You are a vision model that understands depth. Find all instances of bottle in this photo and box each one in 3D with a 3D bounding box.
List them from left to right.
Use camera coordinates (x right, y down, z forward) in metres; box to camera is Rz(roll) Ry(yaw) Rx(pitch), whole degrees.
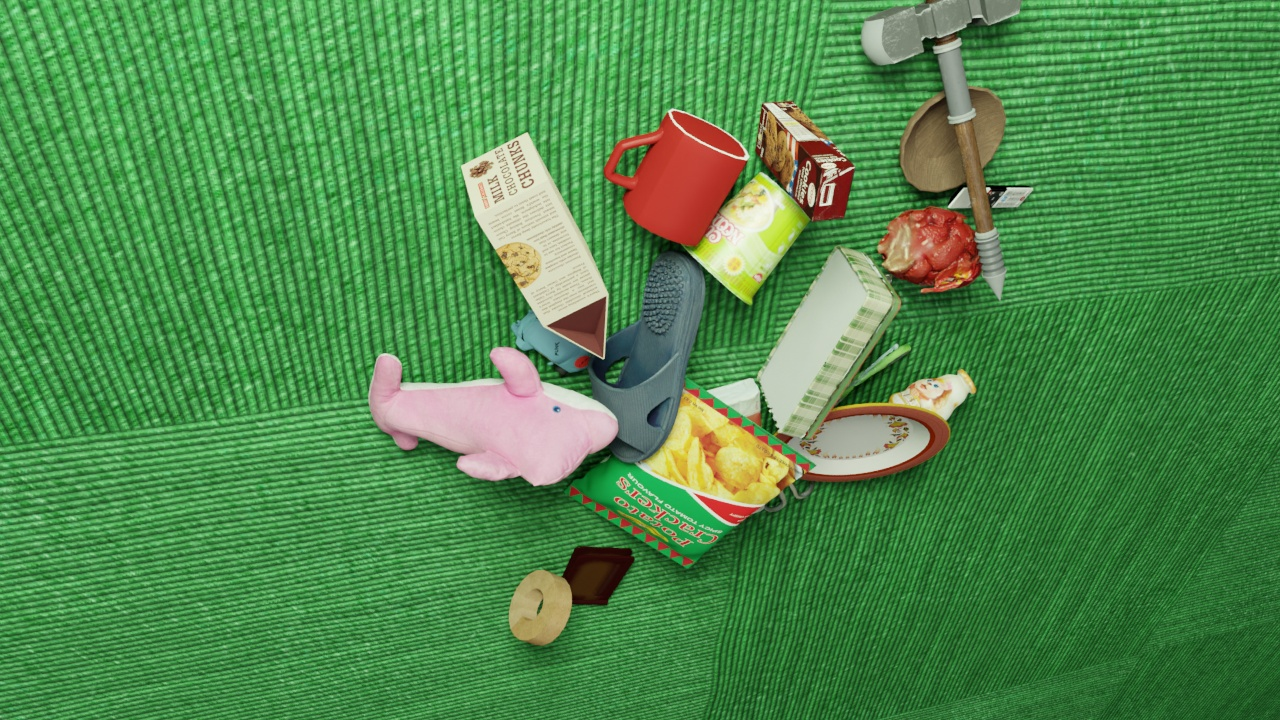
[{"bbox_3d":[0.377,0.052,1.188,0.108,0.063,0.063,-31,132,6],"label":"bottle"},{"bbox_3d":[0.322,-0.118,1.001,0.111,0.099,0.099,11,124,-37],"label":"bottle"}]

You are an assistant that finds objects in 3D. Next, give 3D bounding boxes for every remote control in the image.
[{"bbox_3d":[0.384,-0.181,1.010,0.124,0.011,0.028,-7,145,-34],"label":"remote control"}]

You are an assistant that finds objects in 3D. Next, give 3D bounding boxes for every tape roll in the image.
[{"bbox_3d":[-0.133,0.327,1.216,0.094,0.094,0.027,-44,129,18],"label":"tape roll"}]

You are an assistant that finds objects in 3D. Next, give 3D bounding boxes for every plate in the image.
[{"bbox_3d":[0.271,0.100,1.160,0.230,0.021,0.230,-1,150,-1],"label":"plate"}]

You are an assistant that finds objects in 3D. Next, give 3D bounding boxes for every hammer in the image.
[{"bbox_3d":[0.324,-0.203,0.903,0.156,0.043,0.322,-22,113,-1],"label":"hammer"}]

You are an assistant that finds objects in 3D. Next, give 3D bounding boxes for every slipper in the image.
[{"bbox_3d":[-0.006,0.006,0.981,0.082,0.101,0.264,-8,128,-37],"label":"slipper"}]

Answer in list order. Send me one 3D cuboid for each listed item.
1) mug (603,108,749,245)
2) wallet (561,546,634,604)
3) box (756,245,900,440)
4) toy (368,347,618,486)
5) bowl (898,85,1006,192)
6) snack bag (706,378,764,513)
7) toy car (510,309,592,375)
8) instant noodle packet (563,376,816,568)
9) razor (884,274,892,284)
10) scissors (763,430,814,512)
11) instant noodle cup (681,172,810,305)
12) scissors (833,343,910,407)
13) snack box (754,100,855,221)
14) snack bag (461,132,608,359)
[{"bbox_3d":[0.028,-0.178,0.863,0.116,0.080,0.097,18,121,-23],"label":"mug"},{"bbox_3d":[-0.069,0.302,1.271,0.091,0.018,0.116,8,127,-26],"label":"wallet"},{"bbox_3d":[0.207,-0.017,1.034,0.050,0.117,0.206,14,121,-20],"label":"box"},{"bbox_3d":[-0.158,0.075,0.952,0.265,0.127,0.187,8,138,1],"label":"toy"},{"bbox_3d":[0.317,-0.233,0.950,0.117,0.030,0.118,-10,131,-12],"label":"bowl"},{"bbox_3d":[0.116,0.121,1.170,0.077,0.041,0.225,-16,131,-8],"label":"snack bag"},{"bbox_3d":[-0.086,-0.016,0.990,0.060,0.027,0.107,-41,130,16],"label":"toy car"},{"bbox_3d":[0.052,0.143,1.102,0.195,0.090,0.253,34,127,-12],"label":"instant noodle packet"},{"bbox_3d":[0.268,-0.069,1.048,0.042,0.026,0.106,-11,158,-8],"label":"razor"},{"bbox_3d":[0.194,0.143,1.234,0.132,0.012,0.170,-4,127,-19],"label":"scissors"},{"bbox_3d":[0.111,-0.128,0.930,0.099,0.099,0.108,33,104,-37],"label":"instant noodle cup"},{"bbox_3d":[0.268,0.022,1.117,0.171,0.021,0.173,-24,166,-28],"label":"scissors"},{"bbox_3d":[0.150,-0.188,0.854,0.031,0.140,0.051,-7,130,-14],"label":"snack box"},{"bbox_3d":[-0.085,-0.098,0.877,0.070,0.094,0.206,-26,132,2],"label":"snack bag"}]
